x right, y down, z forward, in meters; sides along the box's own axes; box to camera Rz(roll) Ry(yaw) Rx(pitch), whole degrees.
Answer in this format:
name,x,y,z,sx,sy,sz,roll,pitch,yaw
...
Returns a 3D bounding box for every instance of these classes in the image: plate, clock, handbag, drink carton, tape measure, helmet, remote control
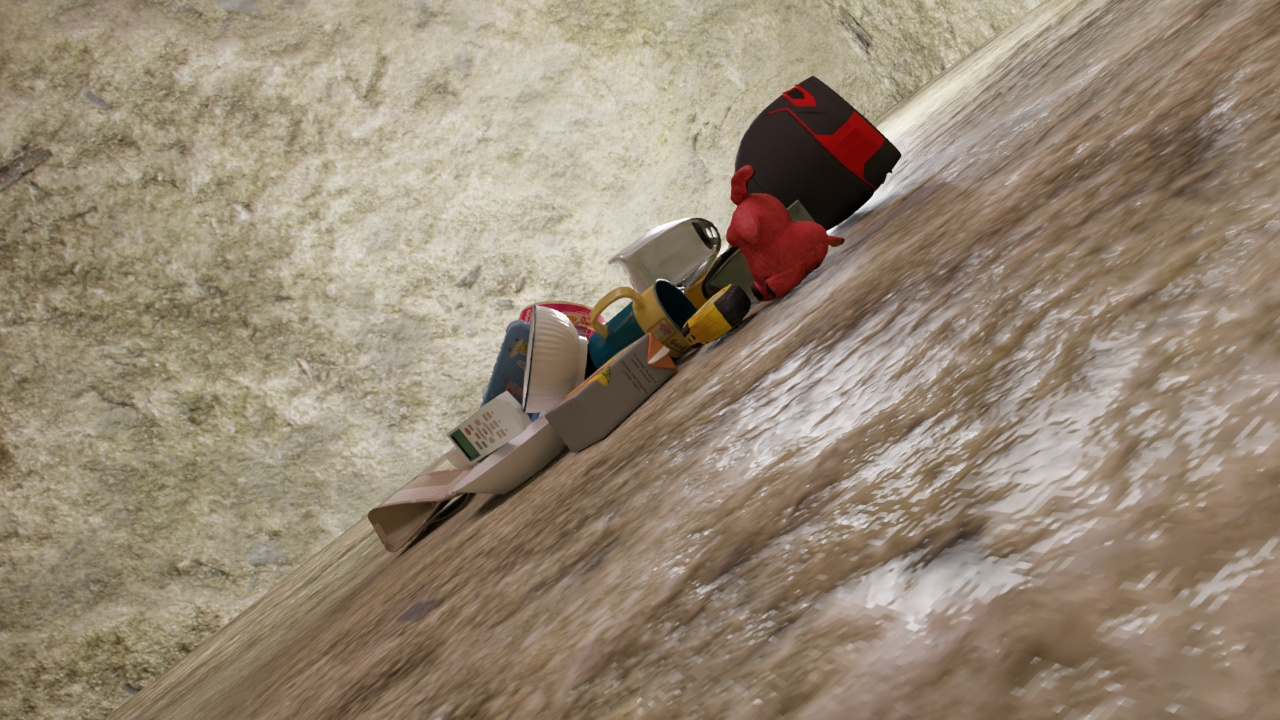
name,x,y,z,sx,sy,sz,roll,pitch,yaw
plate,-0.126,0.103,1.010,0.174,0.036,0.174,-37,5,3
clock,0.118,-0.127,1.363,0.114,0.052,0.151,-33,11,41
handbag,0.038,-0.151,1.372,0.142,0.096,0.198,-32,8,-4
drink carton,-0.028,0.031,0.910,0.124,0.048,0.076,-41,6,-39
tape measure,0.079,-0.043,0.915,0.064,0.037,0.065,-35,8,35
handbag,-0.239,0.162,1.228,0.198,0.062,0.175,-28,4,9
helmet,0.198,-0.235,1.115,0.170,0.164,0.264,-48,12,18
handbag,0.135,-0.114,1.009,0.121,0.067,0.106,-41,5,-39
remote control,-0.176,0.078,1.074,0.144,0.049,0.024,-32,8,48

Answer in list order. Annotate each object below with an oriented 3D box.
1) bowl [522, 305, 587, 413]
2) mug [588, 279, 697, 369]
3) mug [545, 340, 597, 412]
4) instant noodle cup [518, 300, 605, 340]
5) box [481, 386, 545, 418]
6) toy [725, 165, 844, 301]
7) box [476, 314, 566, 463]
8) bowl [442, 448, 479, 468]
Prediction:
name,x,y,z,sx,sy,sz,roll,pitch,yaw
bowl,-0.093,0.001,1.003,0.062,0.118,0.118,6,-2,-9
mug,-0.004,-0.033,0.997,0.107,0.113,0.083,-36,39,26
mug,-0.087,0.037,1.157,0.117,0.082,0.098,-58,11,-16
instant noodle cup,-0.126,-0.034,1.454,0.179,0.178,0.077,-30,52,56
box,-0.171,0.066,1.339,0.199,0.066,0.083,-11,62,54
toy,0.132,-0.132,0.891,0.094,0.133,0.088,-29,14,-7
box,-0.151,0.033,1.127,0.074,0.077,0.209,-96,26,-59
bowl,-0.233,0.139,1.353,0.110,0.040,0.110,-19,-3,-1
